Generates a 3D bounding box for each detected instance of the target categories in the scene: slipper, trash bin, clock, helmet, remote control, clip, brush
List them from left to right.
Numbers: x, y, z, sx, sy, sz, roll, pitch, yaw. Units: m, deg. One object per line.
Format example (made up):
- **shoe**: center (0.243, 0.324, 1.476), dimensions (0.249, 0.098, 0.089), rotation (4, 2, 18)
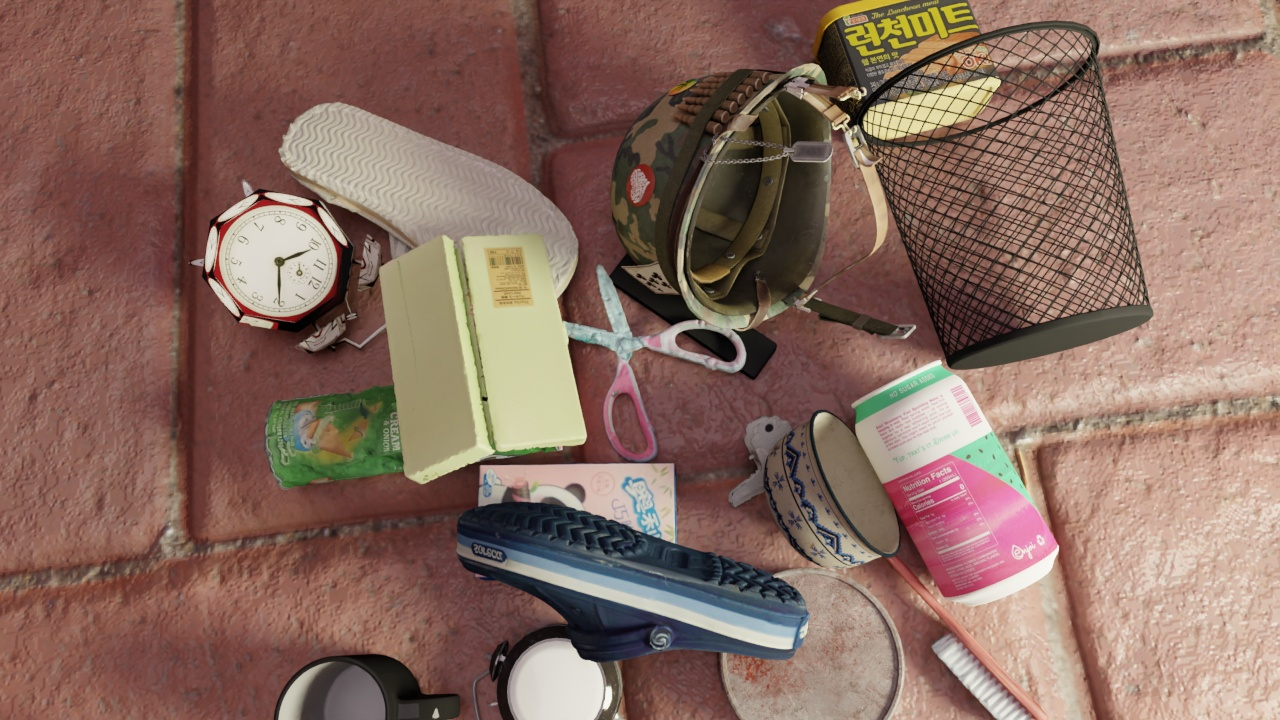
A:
- **clock**: center (-0.275, -0.071, 0.754), dimensions (0.154, 0.065, 0.114), rotation (33, 88, -16)
- **slipper**: center (-0.178, -0.132, 0.779), dimensions (0.272, 0.054, 0.114), rotation (30, 75, 4)
- **clock**: center (-0.064, 0.240, 0.669), dimensions (0.123, 0.044, 0.091), rotation (-13, 73, -2)
- **slipper**: center (-0.015, 0.164, 0.625), dimensions (0.253, 0.105, 0.095), rotation (13, 95, 10)
- **remote control**: center (0.042, -0.039, 0.765), dimensions (0.150, 0.013, 0.034), rotation (35, 81, 11)
- **helmet**: center (0.089, -0.120, 0.689), dimensions (0.236, 0.193, 0.223), rotation (8, 41, 22)
- **clip**: center (0.106, 0.070, 0.722), dimensions (0.101, 0.041, 0.054), rotation (-27, 87, -7)
- **brush**: center (0.226, 0.203, 0.677), dimensions (0.030, 0.041, 0.172), rotation (-43, 74, 5)
- **trash bin**: center (0.281, -0.112, 0.701), dimensions (0.184, 0.184, 0.210), rotation (-11, 79, -2)

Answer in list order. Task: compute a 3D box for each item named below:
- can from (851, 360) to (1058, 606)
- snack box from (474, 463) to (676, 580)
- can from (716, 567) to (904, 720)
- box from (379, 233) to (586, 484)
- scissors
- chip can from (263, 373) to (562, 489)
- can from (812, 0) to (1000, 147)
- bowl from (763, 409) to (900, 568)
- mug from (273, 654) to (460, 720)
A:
- **can**: center (0.228, 0.089, 0.676), dimensions (0.088, 0.088, 0.166), rotation (-25, 79, -6)
- **snack box**: center (-0.049, 0.125, 0.709), dimensions (0.154, 0.033, 0.088), rotation (-1, 75, 2)
- **can**: center (0.122, 0.219, 0.669), dimensions (0.130, 0.044, 0.129), rotation (-1, 73, 2)
- **box**: center (-0.122, -0.012, 0.679), dimensions (0.140, 0.048, 0.187), rotation (-11, 62, -4)
- **scissors**: center (0.008, -0.007, 0.750), dimensions (0.168, 0.014, 0.170), rotation (-19, 76, 4)
- **chip can**: center (-0.175, 0.050, 0.715), dimensions (0.223, 0.075, 0.075), rotation (-9, 73, -1)
- **can**: center (0.229, -0.255, 0.795), dimensions (0.131, 0.072, 0.101), rotation (-15, 76, -3)
- **bowl**: center (0.134, 0.101, 0.674), dimensions (0.059, 0.115, 0.115), rotation (-32, 72, 27)
- **mug**: center (-0.185, 0.248, 0.648), dimensions (0.113, 0.088, 0.078), rotation (-3, 73, 1)
